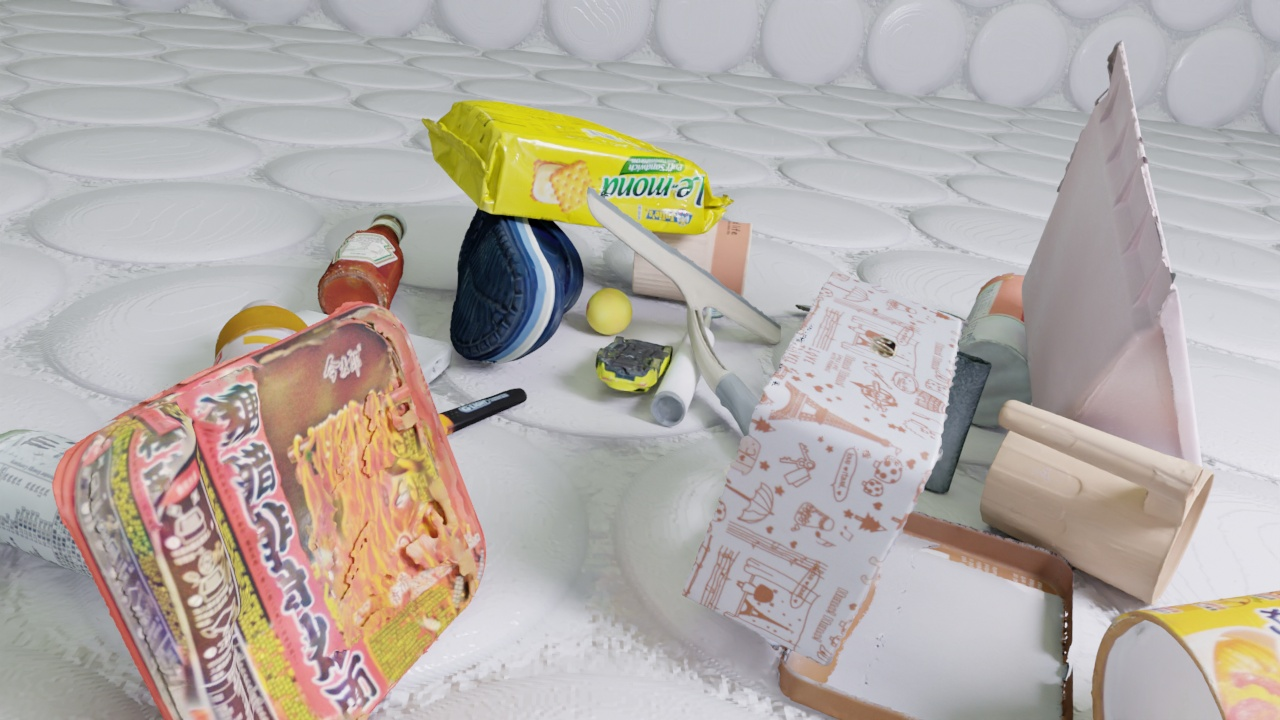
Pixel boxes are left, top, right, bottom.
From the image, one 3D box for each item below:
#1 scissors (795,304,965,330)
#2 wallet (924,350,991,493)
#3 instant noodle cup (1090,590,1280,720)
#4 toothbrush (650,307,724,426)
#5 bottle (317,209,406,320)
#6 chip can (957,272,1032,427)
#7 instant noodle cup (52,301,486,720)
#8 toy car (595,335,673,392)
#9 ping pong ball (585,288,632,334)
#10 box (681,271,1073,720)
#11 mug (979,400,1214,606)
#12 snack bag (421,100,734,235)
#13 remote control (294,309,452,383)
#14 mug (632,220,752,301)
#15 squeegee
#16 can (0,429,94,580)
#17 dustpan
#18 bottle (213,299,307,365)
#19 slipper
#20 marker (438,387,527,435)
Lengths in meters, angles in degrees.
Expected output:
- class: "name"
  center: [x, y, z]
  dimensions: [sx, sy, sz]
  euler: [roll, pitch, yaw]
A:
- class: "scissors"
  center: [0.230, -0.025, 0.851]
  dimensions: [0.170, 0.019, 0.178]
  euler: [9, 26, 2]
- class: "wallet"
  center: [0.172, 0.024, 0.636]
  dimensions: [0.121, 0.097, 0.019]
  euler: [27, 28, 36]
- class: "instant noodle cup"
  center: [0.253, 0.150, 0.355]
  dimensions: [0.110, 0.138, 0.137]
  euler: [-1, 25, 1]
- class: "toothbrush"
  center: [0.044, -0.006, 0.751]
  dimensions: [0.026, 0.027, 0.220]
  euler: [-6, 21, 17]
- class: "bottle"
  center: [-0.238, -0.090, 0.817]
  dimensions: [0.059, 0.060, 0.205]
  euler: [3, 25, -8]
- class: "chip can"
  center: [0.309, -0.017, 0.789]
  dimensions: [0.071, 0.071, 0.214]
  euler: [17, 26, 21]
- class: "instant noodle cup"
  center: [-0.153, 0.074, 0.397]
  dimensions: [0.079, 0.164, 0.188]
  euler: [-8, 17, 26]
- class: "toy car"
  center: [-0.004, 0.004, 0.711]
  dimensions: [0.048, 0.032, 0.105]
  euler: [11, 14, 9]
- class: "ping pong ball"
  center: [-0.027, -0.042, 0.791]
  dimensions: [0.040, 0.040, 0.040]
  euler: [6, 25, -3]
- class: "box"
  center: [0.145, 0.080, 0.459]
  dimensions: [0.193, 0.157, 0.182]
  euler: [22, 30, 13]
- class: "mug"
  center: [0.263, 0.074, 0.534]
  dimensions: [0.104, 0.124, 0.084]
  euler: [25, 72, 37]
- class: "snack bag"
  center: [-0.054, -0.171, 0.809]
  dimensions: [0.246, 0.068, 0.158]
  euler: [3, 25, -29]
- class: "remote control"
  center: [-0.215, -0.009, 0.696]
  dimensions: [0.135, 0.019, 0.056]
  euler: [12, 26, 11]
- class: "mug"
  center: [0.051, -0.096, 0.894]
  dimensions: [0.106, 0.081, 0.114]
  euler: [8, -2, 4]
- class: "squeegee"
  center: [0.066, 0.011, 0.676]
  dimensions: [0.246, 0.039, 0.246]
  euler: [30, 25, -39]
- class: "can"
  center: [-0.257, 0.079, 0.451]
  dimensions: [0.147, 0.058, 0.058]
  euler: [15, 26, 16]
- class: "dustpan"
  center: [0.349, -0.038, 0.608]
  dimensions: [0.139, 0.274, 0.222]
  euler: [8, 56, 7]
- class: "bottle"
  center: [-0.237, 0.012, 0.586]
  dimensions: [0.068, 0.068, 0.189]
  euler: [-4, 27, -23]
- class: "slipper"
  center: [-0.101, -0.067, 0.769]
  dimensions: [0.095, 0.105, 0.252]
  euler: [19, 22, -23]
- class: "marker"
  center: [-0.124, 0.038, 0.624]
  dimensions: [0.018, 0.015, 0.123]
  euler: [29, 31, 30]
